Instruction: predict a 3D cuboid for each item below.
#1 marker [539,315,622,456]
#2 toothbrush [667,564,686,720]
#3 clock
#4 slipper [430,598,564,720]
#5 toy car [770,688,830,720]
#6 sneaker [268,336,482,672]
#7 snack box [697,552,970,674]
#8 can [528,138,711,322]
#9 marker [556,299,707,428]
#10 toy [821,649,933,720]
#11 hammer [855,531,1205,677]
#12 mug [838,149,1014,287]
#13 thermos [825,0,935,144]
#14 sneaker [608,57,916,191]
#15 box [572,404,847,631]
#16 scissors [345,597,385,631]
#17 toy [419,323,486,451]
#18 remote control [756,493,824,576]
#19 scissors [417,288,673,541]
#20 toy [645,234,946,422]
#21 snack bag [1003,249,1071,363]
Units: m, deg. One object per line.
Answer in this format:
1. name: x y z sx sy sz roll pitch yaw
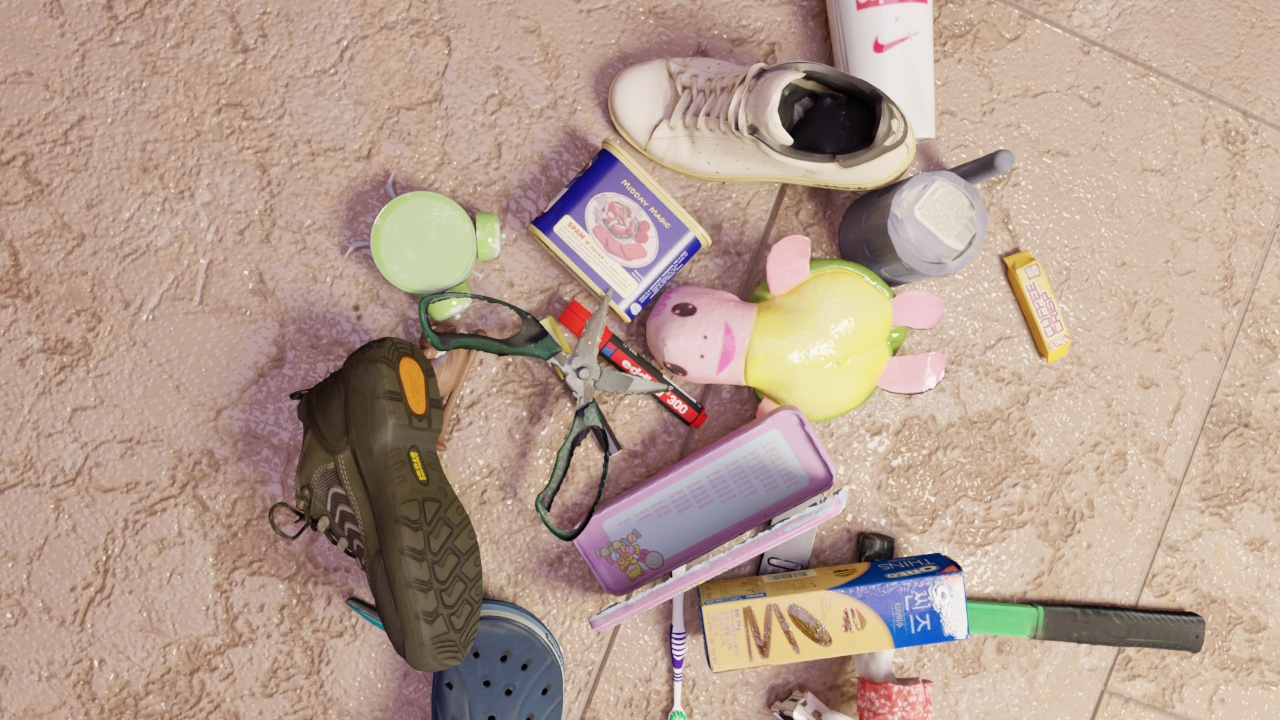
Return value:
1. marker: -0.052 0.023 0.742 0.021 0.017 0.124 -29 96 -5
2. toothbrush: 0.031 0.228 0.759 0.015 0.016 0.186 0 92 -7
3. clock: -0.161 -0.085 0.713 0.119 0.042 0.094 28 89 -7
4. slipper: -0.111 0.311 0.700 0.105 0.095 0.253 4 98 -11
5. toy car: 0.163 0.320 0.769 0.113 0.039 0.039 41 65 -7
6. sneaker: -0.208 0.113 0.661 0.143 0.101 0.237 -18 79 18
7. snack box: 0.151 0.198 0.727 0.207 0.057 0.056 -8 94 1
8. can: -0.018 -0.099 0.723 0.116 0.056 0.092 44 87 -6
9. marker: -0.004 0.004 0.744 0.145 0.024 0.021 39 49 -6
10. toy: 0.187 0.318 0.713 0.159 0.084 0.194 7 80 -32
11. hammer: 0.334 0.225 0.789 0.318 0.032 0.130 6 90 -8
12. mug: 0.229 -0.116 0.729 0.124 0.104 0.084 -41 95 -4
13. thermos: 0.192 -0.282 0.728 0.099 0.099 0.220 -8 97 -7
14. sneaker: 0.081 -0.180 0.682 0.242 0.102 0.089 13 94 16
15. box: 0.046 0.126 0.688 0.214 0.092 0.089 -30 96 14
16. scissors: -0.161 0.204 0.734 0.155 0.019 0.124 14 92 -9
17. toy: -0.159 0.015 0.718 0.054 0.042 0.101 27 80 -29
18. remote control: 0.117 0.178 0.766 0.041 0.020 0.152 14 91 -2
19. scissors: -0.081 0.034 0.703 0.201 0.015 0.202 12 96 -5
20. toy: 0.124 -0.013 0.728 0.238 0.087 0.190 -2 115 -1
21. snack bag: 0.341 -0.046 0.787 0.026 0.020 0.099 -24 94 -5
